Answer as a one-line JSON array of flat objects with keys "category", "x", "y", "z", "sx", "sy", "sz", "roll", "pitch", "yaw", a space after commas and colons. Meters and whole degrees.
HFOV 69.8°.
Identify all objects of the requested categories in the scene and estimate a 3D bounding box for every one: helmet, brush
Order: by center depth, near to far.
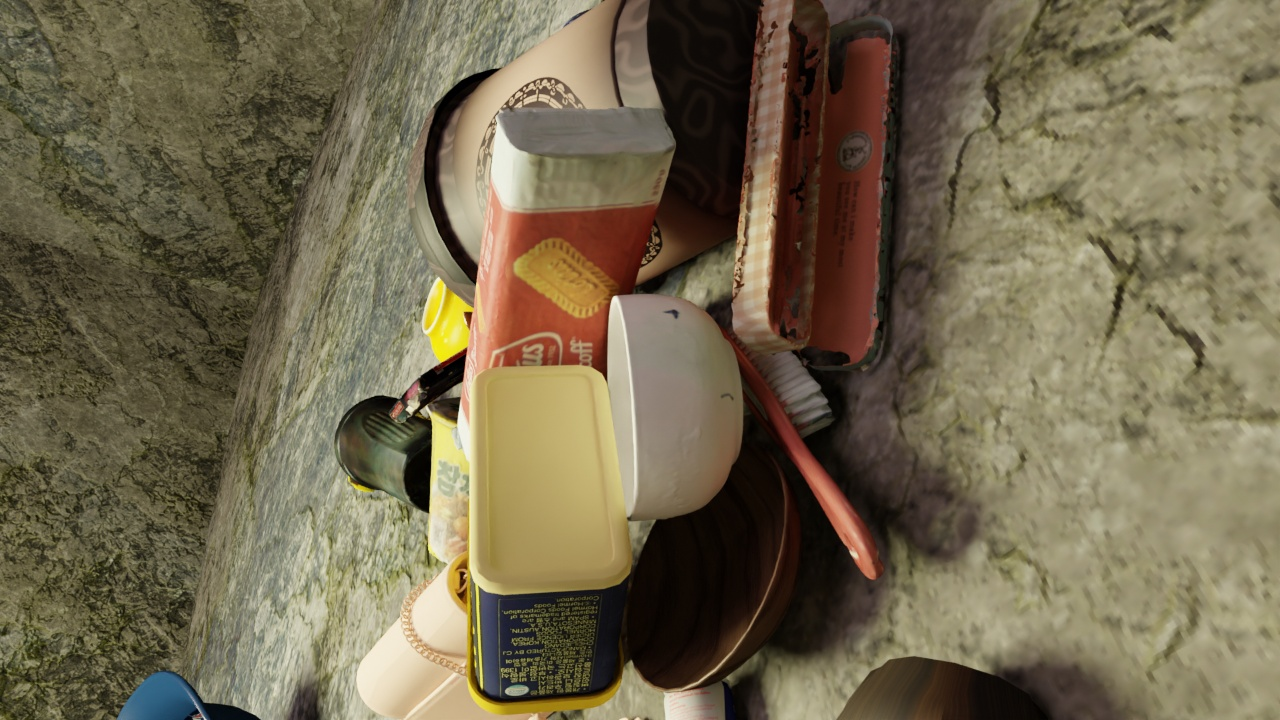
[{"category": "brush", "x": 0.073, "y": 0.029, "z": 0.411, "sx": 0.030, "sy": 0.041, "sz": 0.172, "roll": -27, "pitch": 35, "yaw": -1}, {"category": "helmet", "x": -0.500, "y": 0.475, "z": 1.007, "sx": 0.233, "sy": 0.222, "sz": 0.272, "roll": -46, "pitch": 66, "yaw": 18}]

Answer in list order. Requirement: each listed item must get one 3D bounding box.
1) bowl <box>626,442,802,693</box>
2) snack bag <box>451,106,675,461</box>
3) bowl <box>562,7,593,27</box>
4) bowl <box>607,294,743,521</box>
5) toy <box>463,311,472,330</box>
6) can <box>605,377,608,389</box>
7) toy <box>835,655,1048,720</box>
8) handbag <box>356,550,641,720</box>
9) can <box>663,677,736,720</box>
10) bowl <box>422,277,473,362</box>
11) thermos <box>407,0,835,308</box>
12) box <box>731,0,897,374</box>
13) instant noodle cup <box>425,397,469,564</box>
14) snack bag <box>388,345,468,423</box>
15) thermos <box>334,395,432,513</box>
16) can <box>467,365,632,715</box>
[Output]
[{"category": "bowl", "x": 0.040, "y": 0.099, "z": 0.427, "sx": 0.120, "sy": 0.032, "sz": 0.119, "roll": -48, "pitch": 25, "yaw": 31}, {"category": "snack bag", "x": -0.046, "y": -0.025, "z": 0.463, "sx": 0.226, "sy": 0.077, "sz": 0.041, "roll": 108, "pitch": 147, "yaw": -45}, {"category": "bowl", "x": -0.048, "y": -0.215, "z": 0.704, "sx": 0.114, "sy": 0.045, "sz": 0.114, "roll": 9, "pitch": -92, "yaw": -84}, {"category": "bowl", "x": 0.015, "y": 0.020, "z": 0.427, "sx": 0.105, "sy": 0.054, "sz": 0.105, "roll": 174, "pitch": 91, "yaw": -83}, {"category": "toy", "x": -0.075, "y": -0.047, "z": 0.662, "sx": 0.071, "sy": 0.103, "sz": 0.090, "roll": 2, "pitch": 83, "yaw": 63}, {"category": "can", "x": -0.003, "y": 0.003, "z": 0.551, "sx": 0.097, "sy": 0.054, "sz": 0.054, "roll": -33, "pitch": 47, "yaw": 51}, {"category": "toy", "x": 0.092, "y": 0.146, "z": 0.289, "sx": 0.076, "sy": 0.062, "sz": 0.100, "roll": 7, "pitch": 62, "yaw": 26}, {"category": "handbag", "x": -0.084, "y": 0.210, "z": 0.513, "sx": 0.199, "sy": 0.116, "sz": 0.186, "roll": -48, "pitch": 36, "yaw": 39}, {"category": "can", "x": 0.031, "y": 0.190, "z": 0.405, "sx": 0.032, "sy": 0.032, "sz": 0.095, "roll": -47, "pitch": 37, "yaw": 40}, {"category": "bowl", "x": -0.160, "y": -0.043, "z": 0.850, "sx": 0.118, "sy": 0.067, "sz": 0.117, "roll": -39, "pitch": 42, "yaw": 47}, {"category": "thermos", "x": -0.015, "y": -0.120, "z": 0.534, "sx": 0.227, "sy": 0.172, "sz": 0.172, "roll": -15, "pitch": 62, "yaw": 51}, {"category": "box", "x": 0.081, "y": -0.088, "z": 0.426, "sx": 0.054, "sy": 0.078, "sz": 0.186, "roll": 104, "pitch": 173, "yaw": -73}, {"category": "instant noodle cup", "x": -0.114, "y": 0.090, "z": 0.670, "sx": 0.102, "sy": 0.102, "sz": 0.108, "roll": 29, "pitch": 109, "yaw": 62}, {"category": "snack bag", "x": -0.123, "y": -0.003, "z": 0.712, "sx": 0.154, "sy": 0.018, "sz": 0.075, "roll": -36, "pitch": -1, "yaw": -40}, {"category": "thermos", "x": -0.227, "y": 0.090, "z": 0.877, "sx": 0.221, "sy": 0.098, "sz": 0.098, "roll": 9, "pitch": 83, "yaw": 58}, {"category": "can", "x": -0.047, "y": 0.083, "z": 0.445, "sx": 0.135, "sy": 0.075, "sz": 0.105, "roll": -101, "pitch": 13, "yaw": -45}]
